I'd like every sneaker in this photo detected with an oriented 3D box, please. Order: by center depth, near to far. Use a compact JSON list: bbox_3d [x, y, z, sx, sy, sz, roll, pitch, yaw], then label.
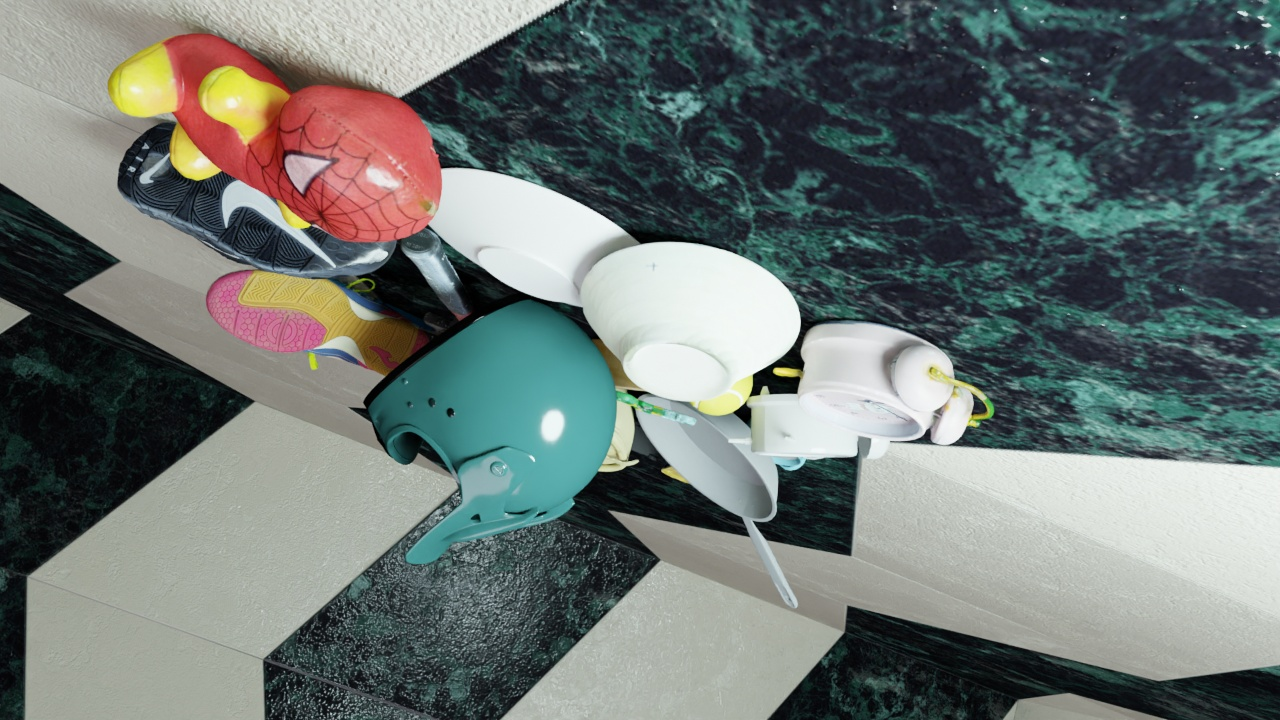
[{"bbox_3d":[-0.335,-0.121,0.853,0.252,0.097,0.151,20,169,6],"label":"sneaker"},{"bbox_3d":[-0.342,-0.040,0.965,0.241,0.116,0.091,23,-170,-45],"label":"sneaker"}]

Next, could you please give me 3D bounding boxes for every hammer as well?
[{"bbox_3d":[-0.199,-0.060,0.965,0.140,0.036,0.326,17,164,7],"label":"hammer"}]

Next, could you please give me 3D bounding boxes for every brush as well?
[{"bbox_3d":[-0.006,0.005,0.927,0.039,0.049,0.117,11,175,-43],"label":"brush"}]

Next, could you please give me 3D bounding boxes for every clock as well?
[{"bbox_3d":[0.195,0.021,0.716,0.158,0.058,0.116,7,159,37],"label":"clock"},{"bbox_3d":[0.168,0.061,0.864,0.159,0.061,0.120,7,171,-34],"label":"clock"},{"bbox_3d":[0.148,0.099,1.050,0.087,0.042,0.123,19,162,6],"label":"clock"}]

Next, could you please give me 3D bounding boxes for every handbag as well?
[{"bbox_3d":[-0.091,0.070,1.102,0.191,0.088,0.233,7,161,-6],"label":"handbag"}]

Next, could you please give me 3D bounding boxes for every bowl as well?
[{"bbox_3d":[0.033,-0.014,0.717,0.177,0.057,0.177,9,148,6],"label":"bowl"}]

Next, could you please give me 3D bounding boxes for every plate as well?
[{"bbox_3d":[-0.089,-0.084,0.773,0.229,0.030,0.230,19,163,6],"label":"plate"}]

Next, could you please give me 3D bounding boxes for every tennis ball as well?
[{"bbox_3d":[0.070,0.018,0.843,0.065,0.065,0.065,19,164,6],"label":"tennis ball"}]

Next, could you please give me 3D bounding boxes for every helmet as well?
[{"bbox_3d":[-0.144,0.076,0.904,0.200,0.275,0.176,58,-158,3],"label":"helmet"}]

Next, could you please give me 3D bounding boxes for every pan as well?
[{"bbox_3d":[0.116,0.162,1.075,0.201,0.050,0.357,12,142,55],"label":"pan"}]

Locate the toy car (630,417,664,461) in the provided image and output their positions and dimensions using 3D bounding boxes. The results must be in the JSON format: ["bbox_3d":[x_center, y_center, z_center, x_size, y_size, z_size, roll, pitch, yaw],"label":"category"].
[{"bbox_3d":[0.004,0.104,1.243,0.091,0.042,0.036,23,-171,-12],"label":"toy car"}]

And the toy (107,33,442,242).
[{"bbox_3d":[-0.233,-0.148,0.624,0.216,0.098,0.147,20,170,6],"label":"toy"}]

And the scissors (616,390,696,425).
[{"bbox_3d":[0.006,0.049,0.970,0.130,0.011,0.125,18,175,13],"label":"scissors"}]

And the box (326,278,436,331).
[{"bbox_3d":[-0.297,-0.035,1.151,0.243,0.070,0.170,26,-165,-17],"label":"box"}]

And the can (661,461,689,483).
[{"bbox_3d":[0.069,0.122,1.187,0.054,0.059,0.100,23,164,-10],"label":"can"}]
